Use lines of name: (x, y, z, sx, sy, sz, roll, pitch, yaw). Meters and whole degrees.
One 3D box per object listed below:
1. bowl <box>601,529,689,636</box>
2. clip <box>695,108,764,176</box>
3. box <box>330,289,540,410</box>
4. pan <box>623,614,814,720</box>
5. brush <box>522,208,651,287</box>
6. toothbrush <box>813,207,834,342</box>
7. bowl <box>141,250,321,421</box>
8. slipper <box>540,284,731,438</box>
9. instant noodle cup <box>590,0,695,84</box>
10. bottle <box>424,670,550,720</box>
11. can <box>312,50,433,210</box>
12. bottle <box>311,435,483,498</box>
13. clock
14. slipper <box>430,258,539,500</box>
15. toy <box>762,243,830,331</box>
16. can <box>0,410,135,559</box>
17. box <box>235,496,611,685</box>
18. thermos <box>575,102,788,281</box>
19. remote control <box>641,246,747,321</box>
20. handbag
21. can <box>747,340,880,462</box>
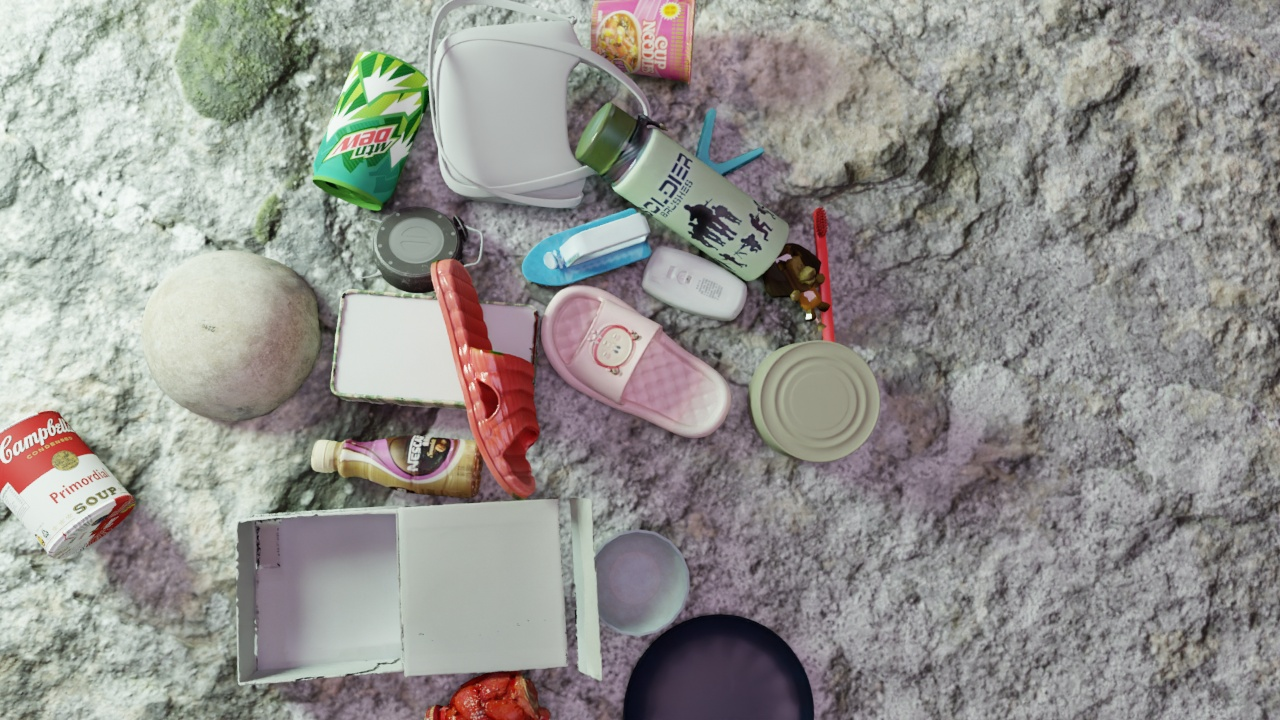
bowl: (-0.004, 0.227, 0.949, 0.106, 0.039, 0.106, 1, 84, -5)
clip: (0.080, -0.203, 1.009, 0.102, 0.027, 0.119, 40, 82, 2)
box: (-0.209, -0.009, 0.951, 0.205, 0.051, 0.117, 3, 81, -6)
pan: (0.006, 0.385, 0.942, 0.356, 0.021, 0.198, -15, 86, -7)
brush: (-0.059, -0.115, 0.961, 0.135, 0.075, 0.055, -20, 86, -7)
toothbrush: (0.205, -0.065, 1.008, 0.012, 0.018, 0.212, -3, 85, -6)
bowl: (-0.420, -0.030, 0.918, 0.178, 0.081, 0.178, 0, 83, -3)
slipper: (-0.006, 0.006, 0.964, 0.221, 0.056, 0.106, 32, 84, -2)
instant noodle cup: (0.003, -0.349, 0.985, 0.108, 0.098, 0.097, 3, 84, 2)
bottle: (-0.146, 0.359, 0.895, 0.111, 0.099, 0.099, -21, 86, -2)
can: (-0.277, -0.236, 0.949, 0.083, 0.083, 0.144, 20, 83, -3)
bottle: (-0.245, 0.104, 0.930, 0.166, 0.060, 0.059, 6, 84, -4)
clock: (-0.226, -0.113, 0.954, 0.122, 0.044, 0.091, 4, 64, -7)
slipper: (-0.135, 0.011, 0.879, 0.059, 0.103, 0.248, -21, 77, 6)
toy: (0.173, -0.077, 0.987, 0.076, 0.063, 0.100, -34, 94, -27)
can: (-0.564, 0.120, 0.886, 0.086, 0.087, 0.116, -42, 89, -8)
box: (-0.213, 0.225, 0.901, 0.368, 0.098, 0.166, -4, 85, 1)
thermos: (0.043, -0.177, 0.944, 0.231, 0.082, 0.082, 32, 82, -17)
remote control: (0.059, -0.081, 0.991, 0.114, 0.028, 0.060, 20, 83, -3)
handbag: (-0.099, -0.265, 0.948, 0.222, 0.095, 0.216, -3, 102, -5)
can: (0.180, 0.043, 0.960, 0.128, 0.073, 0.127, 0, 88, -1)
